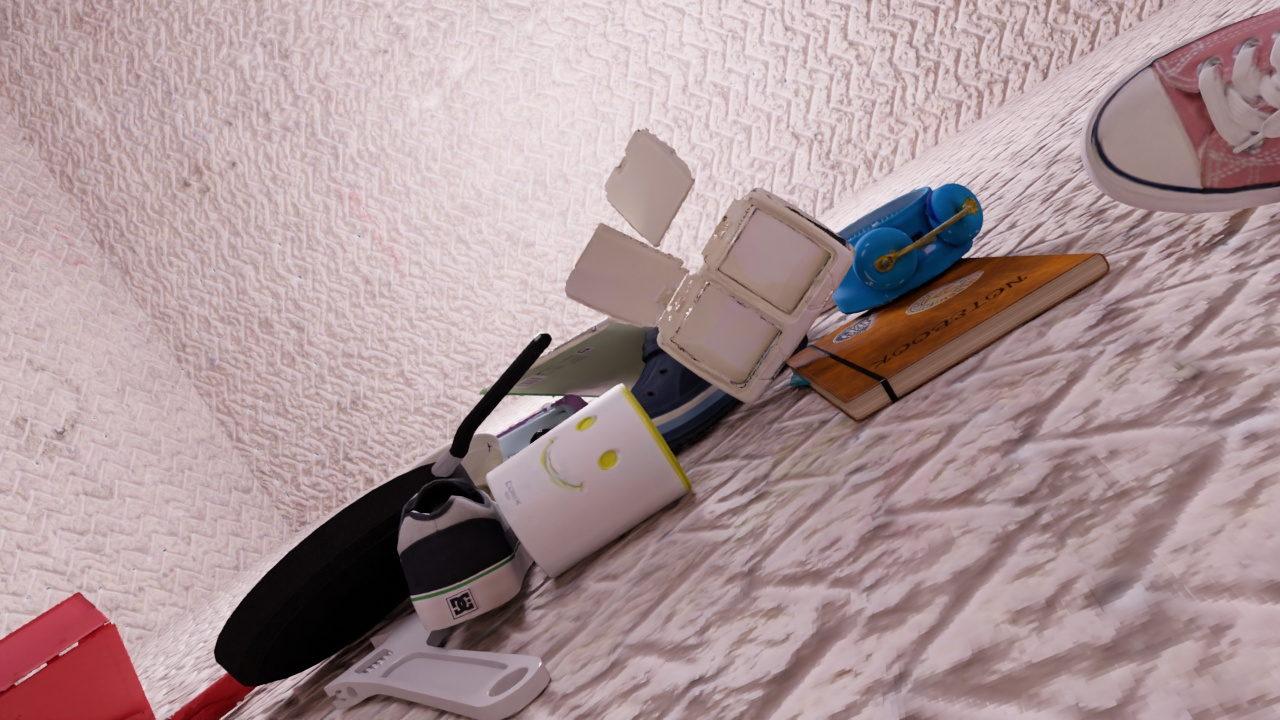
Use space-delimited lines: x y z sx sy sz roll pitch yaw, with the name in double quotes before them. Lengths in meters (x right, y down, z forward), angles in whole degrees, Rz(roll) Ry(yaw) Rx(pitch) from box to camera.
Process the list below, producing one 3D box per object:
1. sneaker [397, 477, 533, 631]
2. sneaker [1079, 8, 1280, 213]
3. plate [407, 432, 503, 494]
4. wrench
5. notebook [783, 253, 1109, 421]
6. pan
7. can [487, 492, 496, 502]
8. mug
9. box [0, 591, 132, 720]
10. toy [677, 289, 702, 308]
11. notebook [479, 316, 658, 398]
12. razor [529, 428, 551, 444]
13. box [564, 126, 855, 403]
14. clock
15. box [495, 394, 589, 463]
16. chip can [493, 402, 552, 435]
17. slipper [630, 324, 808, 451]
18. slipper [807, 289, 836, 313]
"sneaker" -0.124 0.118 0.633 0.084 0.079 0.235 -20 -2 -10
"sneaker" 0.305 -0.127 0.385 0.242 0.118 0.087 -20 -6 41
"plate" -0.192 0.144 0.850 0.182 0.034 0.182 -41 -17 -16
"wrench" -0.114 0.173 0.526 0.086 0.018 0.274 -33 6 -35
"notebook" 0.180 -0.021 0.631 0.178 0.014 0.249 -32 5 3
"pan" -0.174 0.118 0.693 0.357 0.034 0.225 -48 -14 13
"can" -0.121 0.133 0.837 0.079 0.038 0.038 -32 5 0
"mug" -0.033 0.077 0.588 0.106 0.082 0.082 -33 5 -4
"box" -0.731 0.310 0.965 0.213 0.325 0.153 -40 -23 -51
"toy" 0.105 -0.061 0.939 0.159 0.084 0.194 -24 -9 -9
"notebook" -0.005 0.005 0.896 0.182 0.010 0.252 -27 -20 37
"razor" -0.069 0.099 0.712 0.054 0.067 0.151 -27 13 8
"box" 0.041 -0.066 0.671 0.144 0.191 0.068 -60 -4 20
"clock" 0.205 -0.090 0.721 0.116 0.060 0.161 -32 6 -11
"box" -0.132 0.109 0.954 0.215 0.077 0.096 -29 7 29
"chip can" -0.177 0.128 1.067 0.221 0.069 0.069 -30 5 24
"slipper" 0.039 0.009 0.783 0.252 0.095 0.105 -31 6 -35
"slipper" 0.153 -0.072 1.051 0.094 0.064 0.240 -35 7 -30
